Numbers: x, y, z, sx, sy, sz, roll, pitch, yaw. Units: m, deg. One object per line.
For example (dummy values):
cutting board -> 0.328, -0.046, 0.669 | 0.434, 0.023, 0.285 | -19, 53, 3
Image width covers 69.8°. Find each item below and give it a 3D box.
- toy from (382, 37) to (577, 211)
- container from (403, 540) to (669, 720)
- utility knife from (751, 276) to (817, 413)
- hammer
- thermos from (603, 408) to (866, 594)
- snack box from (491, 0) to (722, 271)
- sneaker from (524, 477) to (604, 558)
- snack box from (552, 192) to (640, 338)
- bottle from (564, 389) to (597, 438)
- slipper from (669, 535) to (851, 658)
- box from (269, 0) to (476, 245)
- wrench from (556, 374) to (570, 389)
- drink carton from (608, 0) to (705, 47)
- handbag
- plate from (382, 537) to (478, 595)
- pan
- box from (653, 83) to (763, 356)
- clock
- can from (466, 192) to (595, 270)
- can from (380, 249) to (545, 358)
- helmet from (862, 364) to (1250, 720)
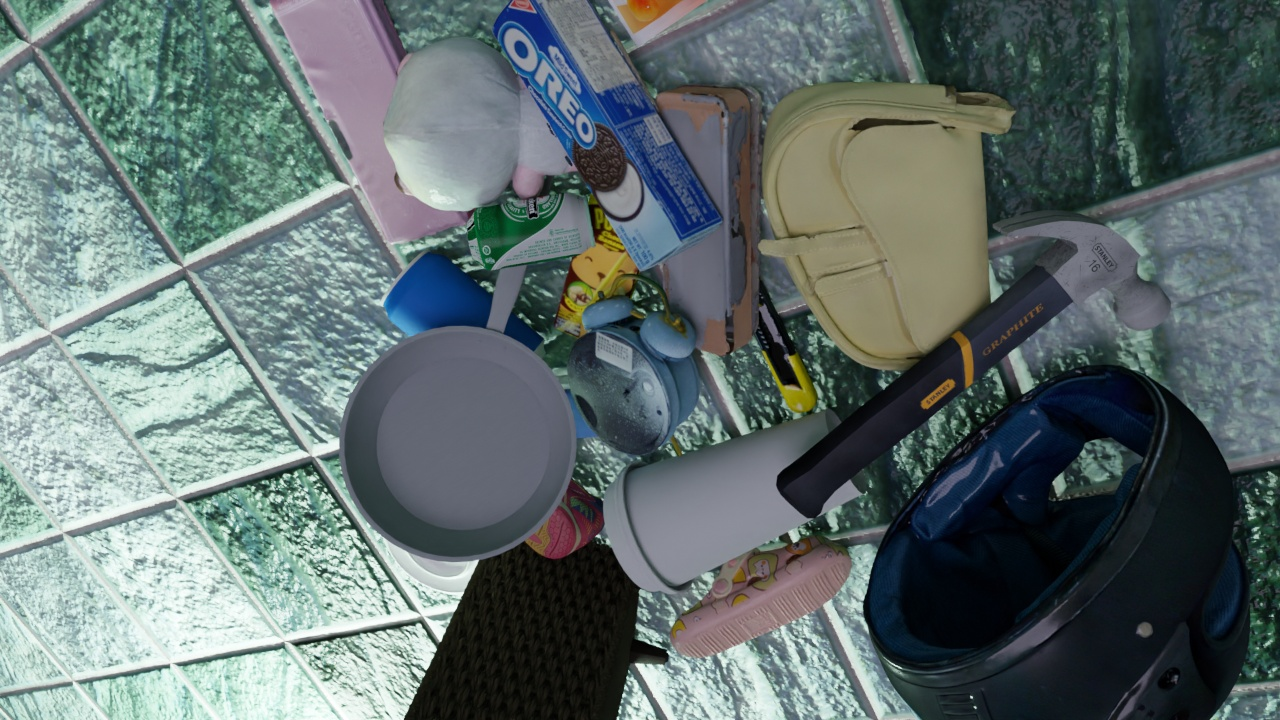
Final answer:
toy -> -0.120, -0.190, 0.751 | 0.179, 0.101, 0.139 | 1, 106, -8
container -> -0.087, 0.331, 0.912 | 0.205, 0.320, 0.177 | 9, 121, 7
utility knife -> 0.102, -0.046, 0.800 | 0.029, 0.020, 0.213 | -20, 108, 28
hammer -> 0.235, 0.015, 0.700 | 0.313, 0.035, 0.139 | -43, 111, 14
thermos -> 0.087, 0.124, 0.847 | 0.222, 0.131, 0.131 | -26, 108, 21
snack box -> -0.025, -0.181, 0.704 | 0.059, 0.059, 0.226 | -29, 93, 49
sneaker -> -0.141, 0.118, 0.950 | 0.242, 0.090, 0.116 | 31, 120, 23
snack box -> -0.031, -0.082, 0.819 | 0.061, 0.025, 0.149 | 23, 124, 4
bottle -> -0.046, 0.050, 0.887 | 0.131, 0.047, 0.048 | -6, 117, 22
slipper -> 0.113, 0.224, 0.915 | 0.197, 0.081, 0.093 | -31, 140, 9
box -> -0.229, -0.218, 0.805 | 0.098, 0.037, 0.233 | -15, 113, 20
wrench -> -0.160, 0.033, 0.921 | 0.274, 0.047, 0.009 | -8, 124, 20
drink carton -> 0.024, -0.291, 0.678 | 0.122, 0.038, 0.069 | -23, 110, 35
handbag -> 0.191, -0.096, 0.699 | 0.191, 0.088, 0.233 | -7, 117, 16
plate -> -0.234, 0.216, 1.067 | 0.157, 0.014, 0.157 | 8, 121, 14
pan -> -0.133, -0.003, 0.800 | 0.201, 0.051, 0.356 | 17, 84, -1
box -> 0.055, -0.111, 0.746 | 0.081, 0.062, 0.216 | 16, 122, 35
clock -> -0.005, 0.005, 0.789 | 0.118, 0.059, 0.162 | 24, 126, 33
can -> -0.091, -0.107, 0.760 | 0.101, 0.053, 0.053 | -10, 117, -1
can -> -0.164, -0.031, 0.862 | 0.146, 0.078, 0.079 | 40, 123, -6
helmet -> 0.346, 0.184, 0.726 | 0.236, 0.249, 0.316 | 35, 100, -19
